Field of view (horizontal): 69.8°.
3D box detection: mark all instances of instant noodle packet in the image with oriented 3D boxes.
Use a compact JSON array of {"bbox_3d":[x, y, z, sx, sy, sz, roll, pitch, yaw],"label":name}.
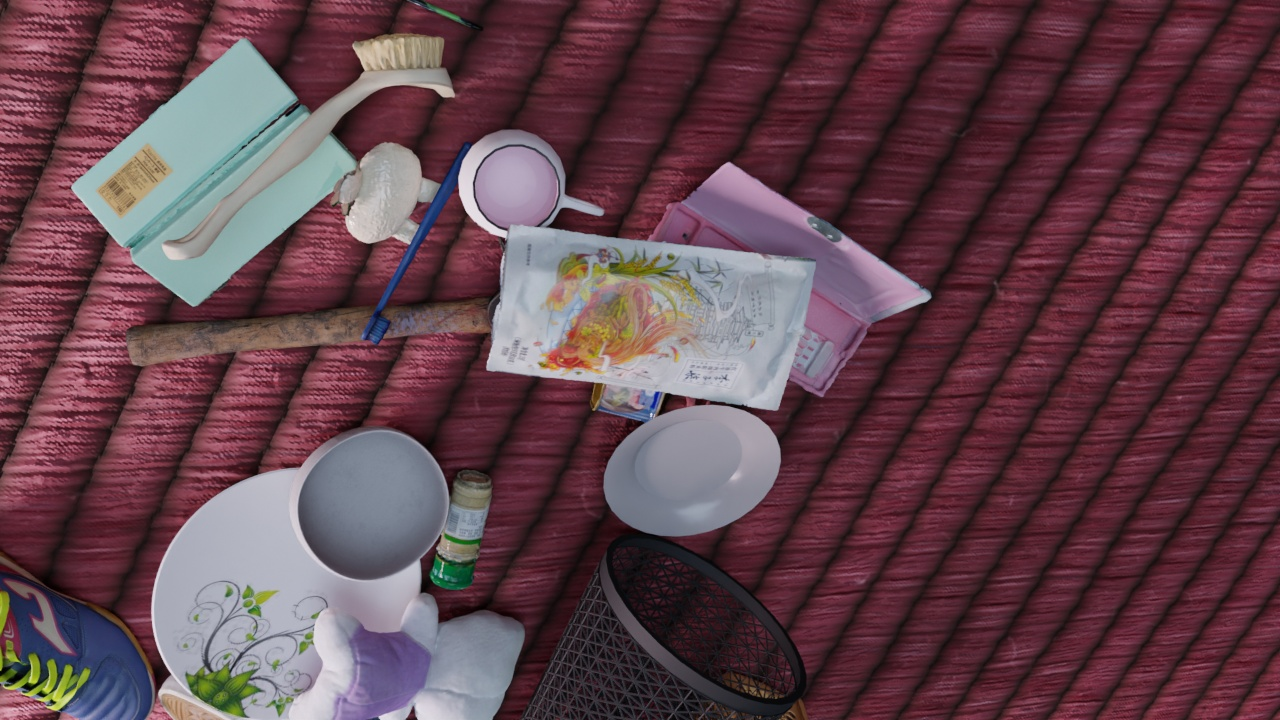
[{"bbox_3d":[0.011,-0.033,0.785,0.269,0.057,0.147,7,115,-11],"label":"instant noodle packet"}]

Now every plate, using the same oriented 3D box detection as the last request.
[{"bbox_3d":[-0.317,0.210,0.839,0.229,0.030,0.229,-2,94,-29],"label":"plate"},{"bbox_3d":[0.049,0.103,0.887,0.172,0.019,0.173,-6,128,-8],"label":"plate"}]

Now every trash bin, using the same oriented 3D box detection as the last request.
[{"bbox_3d":[-0.003,0.330,0.871,0.217,0.216,0.243,28,105,-18],"label":"trash bin"}]

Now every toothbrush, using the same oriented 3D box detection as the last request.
[{"bbox_3d":[-0.186,-0.099,0.779,0.017,0.016,0.190,28,85,-13],"label":"toothbrush"},{"bbox_3d":[-0.217,-0.303,0.738,0.188,0.014,0.017,20,114,-16],"label":"toothbrush"}]

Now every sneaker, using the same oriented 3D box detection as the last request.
[{"bbox_3d":[-0.533,0.257,0.790,0.116,0.091,0.242,-43,110,0],"label":"sneaker"},{"bbox_3d":[-0.332,0.340,0.871,0.235,0.079,0.088,23,131,-2],"label":"sneaker"}]

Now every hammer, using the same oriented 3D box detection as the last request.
[{"bbox_3d":[-0.268,-0.038,0.797,0.330,0.033,0.120,-6,103,-10],"label":"hammer"}]

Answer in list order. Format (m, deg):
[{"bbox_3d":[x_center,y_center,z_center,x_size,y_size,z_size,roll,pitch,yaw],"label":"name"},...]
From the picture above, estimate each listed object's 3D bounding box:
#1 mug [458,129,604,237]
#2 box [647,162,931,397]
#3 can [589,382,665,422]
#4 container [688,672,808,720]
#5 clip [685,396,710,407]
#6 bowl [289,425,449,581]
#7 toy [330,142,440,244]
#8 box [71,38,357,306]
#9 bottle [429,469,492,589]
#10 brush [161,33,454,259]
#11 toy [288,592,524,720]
[{"bbox_3d":[-0.091,-0.144,0.776,0.123,0.076,0.090,14,102,-15],"label":"mug"},{"bbox_3d":[0.124,-0.077,0.846,0.233,0.075,0.173,30,125,-18],"label":"box"},{"bbox_3d":[-0.005,0.005,0.850,0.059,0.054,0.100,15,101,-13],"label":"can"},{"bbox_3d":[0.135,0.431,0.934,0.167,0.183,0.129,35,96,-12],"label":"container"},{"bbox_3d":[0.064,0.051,0.896,0.041,0.023,0.059,-2,112,-16],"label":"clip"},{"bbox_3d":[-0.244,0.124,0.818,0.131,0.064,0.132,-1,92,-30],"label":"bowl"},{"bbox_3d":[-0.216,-0.138,0.762,0.112,0.050,0.087,10,112,-50],"label":"toy"},{"bbox_3d":[-0.342,-0.149,0.741,0.187,0.056,0.138,-42,116,1],"label":"box"},{"bbox_3d":[-0.168,0.159,0.866,0.042,0.042,0.110,11,101,-15],"label":"bottle"},{"bbox_3d":[-0.253,-0.169,0.706,0.271,0.062,0.077,-45,112,-19],"label":"brush"},{"bbox_3d":[-0.203,0.288,0.846,0.209,0.086,0.137,15,93,-39],"label":"toy"}]
